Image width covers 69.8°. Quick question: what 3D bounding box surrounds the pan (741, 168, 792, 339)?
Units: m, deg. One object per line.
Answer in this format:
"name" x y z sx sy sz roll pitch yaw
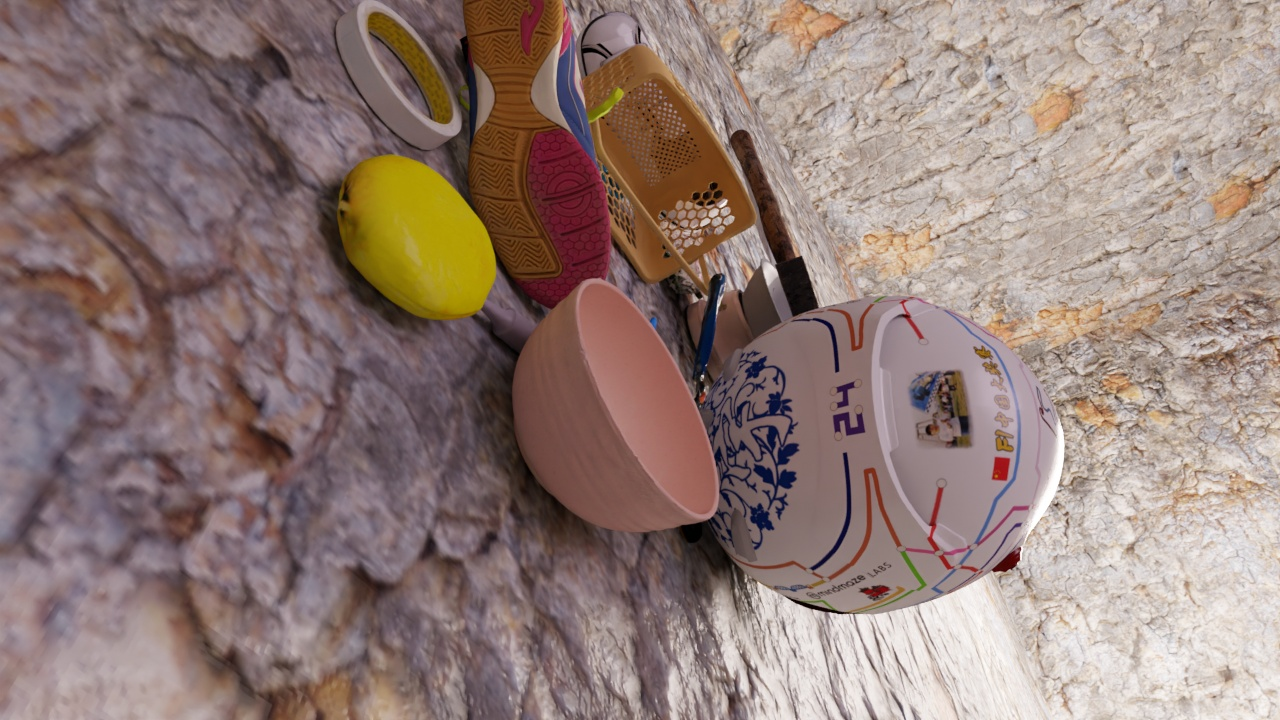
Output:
"pan" 0.146 -0.074 0.984 0.200 0.051 0.356 39 28 -52

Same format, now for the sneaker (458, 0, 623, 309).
"sneaker" -0.064 -0.152 0.634 0.091 0.116 0.241 143 -62 -84

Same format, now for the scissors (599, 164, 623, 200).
"scissors" -0.033 -0.205 0.933 0.118 0.014 0.129 23 42 -59

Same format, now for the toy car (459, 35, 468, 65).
"toy car" -0.106 -0.214 0.704 0.036 0.042 0.091 94 -25 -76

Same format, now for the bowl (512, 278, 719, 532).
"bowl" -0.023 0.036 0.525 0.153 0.076 0.152 53 20 -29

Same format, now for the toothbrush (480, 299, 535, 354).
"toothbrush" -0.063 -0.007 0.565 0.188 0.018 0.019 43 29 -46

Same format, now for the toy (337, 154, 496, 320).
"toy" -0.111 -0.063 0.466 0.094 0.041 0.095 23 44 -47

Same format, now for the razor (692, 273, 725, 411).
"razor" 0.057 -0.007 0.799 0.043 0.018 0.141 -6 104 -71

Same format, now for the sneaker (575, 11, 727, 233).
"sneaker" 0.019 -0.250 0.951 0.245 0.091 0.097 64 -20 -7

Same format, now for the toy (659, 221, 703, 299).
"toy" 0.044 -0.104 0.962 0.095 0.041 0.109 67 13 15

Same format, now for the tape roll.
"tape roll" -0.148 -0.176 0.570 0.094 0.019 0.093 51 22 -30

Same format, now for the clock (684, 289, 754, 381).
"clock" 0.107 -0.017 0.974 0.116 0.059 0.157 67 18 12

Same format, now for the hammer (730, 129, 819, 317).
"hammer" 0.128 -0.143 0.903 0.329 0.033 0.120 -99 167 -47

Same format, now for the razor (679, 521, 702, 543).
"razor" 0.020 0.068 0.688 0.044 0.021 0.144 29 40 -59

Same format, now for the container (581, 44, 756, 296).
"container" 0.013 -0.160 0.805 0.183 0.129 0.166 48 23 -38

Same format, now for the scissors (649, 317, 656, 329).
"scissors" -0.003 0.006 0.680 0.125 0.014 0.130 35 45 -27

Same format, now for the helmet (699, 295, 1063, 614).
"helmet" 0.154 0.076 0.707 0.235 0.315 0.230 7 70 -22
